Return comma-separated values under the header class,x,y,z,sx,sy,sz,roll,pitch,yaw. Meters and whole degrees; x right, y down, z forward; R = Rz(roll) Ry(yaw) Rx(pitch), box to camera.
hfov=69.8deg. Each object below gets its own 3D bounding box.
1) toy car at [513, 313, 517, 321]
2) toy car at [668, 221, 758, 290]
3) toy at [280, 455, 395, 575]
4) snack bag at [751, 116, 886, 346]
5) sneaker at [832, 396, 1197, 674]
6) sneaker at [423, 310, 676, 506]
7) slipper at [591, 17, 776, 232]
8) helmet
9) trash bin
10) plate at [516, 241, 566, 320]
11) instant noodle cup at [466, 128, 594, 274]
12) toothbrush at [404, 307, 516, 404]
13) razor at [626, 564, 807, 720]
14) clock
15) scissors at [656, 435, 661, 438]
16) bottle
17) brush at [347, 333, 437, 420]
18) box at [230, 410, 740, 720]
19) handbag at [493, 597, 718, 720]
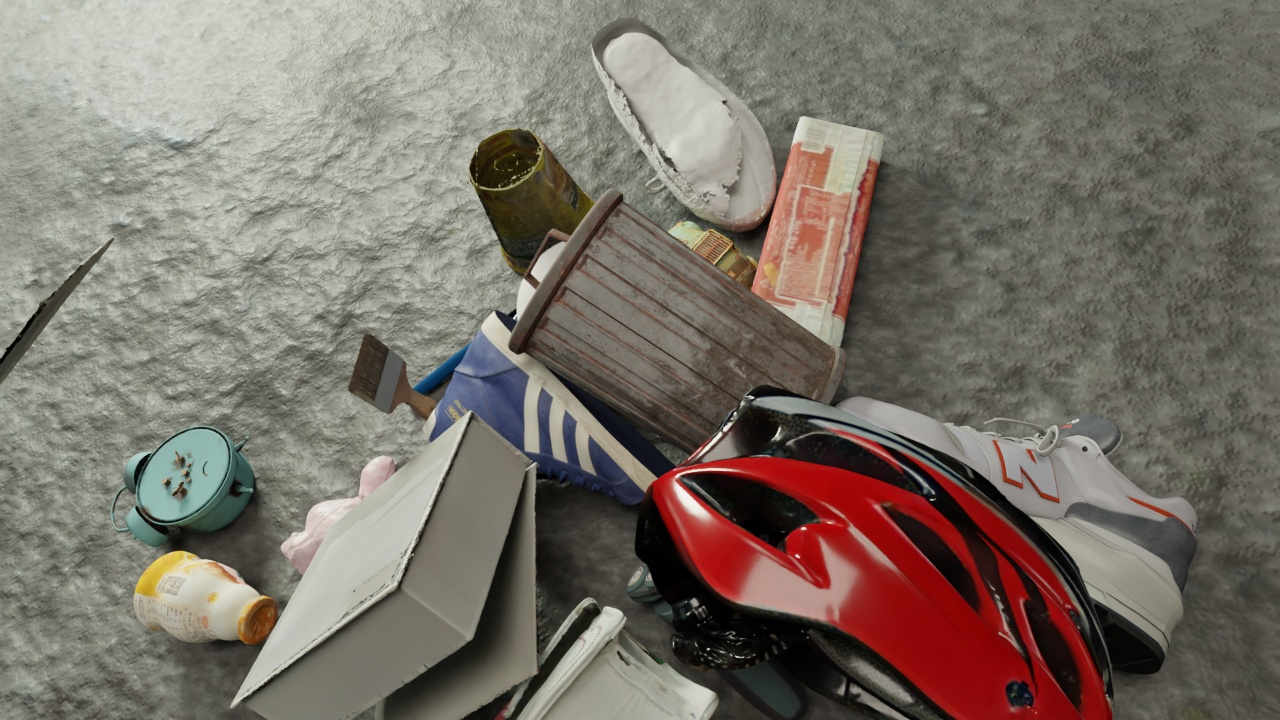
class,x,y,z,sx,sy,sz,roll,pitch,yaw
toy car,-0.077,-0.029,0.770,0.056,0.044,0.120,34,74,30
toy car,0.057,-0.084,0.759,0.112,0.047,0.047,35,73,27
toy,-0.224,0.126,0.721,0.109,0.047,0.063,-40,55,-17
snack bag,0.141,-0.099,0.741,0.077,0.041,0.224,15,66,6
sneaker,0.245,0.078,0.591,0.124,0.089,0.240,-41,65,-20
sneaker,-0.065,0.081,0.676,0.233,0.091,0.118,42,97,14
slipper,0.035,-0.206,0.822,0.112,0.074,0.246,-39,63,8
helmet,0.127,0.130,0.496,0.272,0.218,0.166,34,73,2
trash bin,0.018,-0.015,0.630,0.211,0.131,0.130,33,71,-3
plate,-0.033,-0.045,0.745,0.134,0.011,0.134,2,69,-4
instant noodle cup,-0.097,-0.143,0.805,0.102,0.108,0.102,-8,60,14
toothbrush,-0.138,-0.016,0.798,0.167,0.014,0.014,-40,68,-7
razor,0.051,0.182,0.608,0.047,0.052,0.143,-45,68,-9
clock,-0.388,0.109,0.776,0.124,0.053,0.090,-22,55,3
scissors,-0.005,0.004,0.748,0.135,0.015,0.135,-11,55,10
bottle,-0.333,0.187,0.706,0.109,0.063,0.063,10,63,21
brush,-0.176,0.028,0.706,0.008,0.143,0.045,3,69,20
box,-0.053,0.214,0.664,0.169,0.403,0.171,-38,35,26
handbag,-0.055,0.244,0.544,0.096,0.142,0.198,39,73,0
